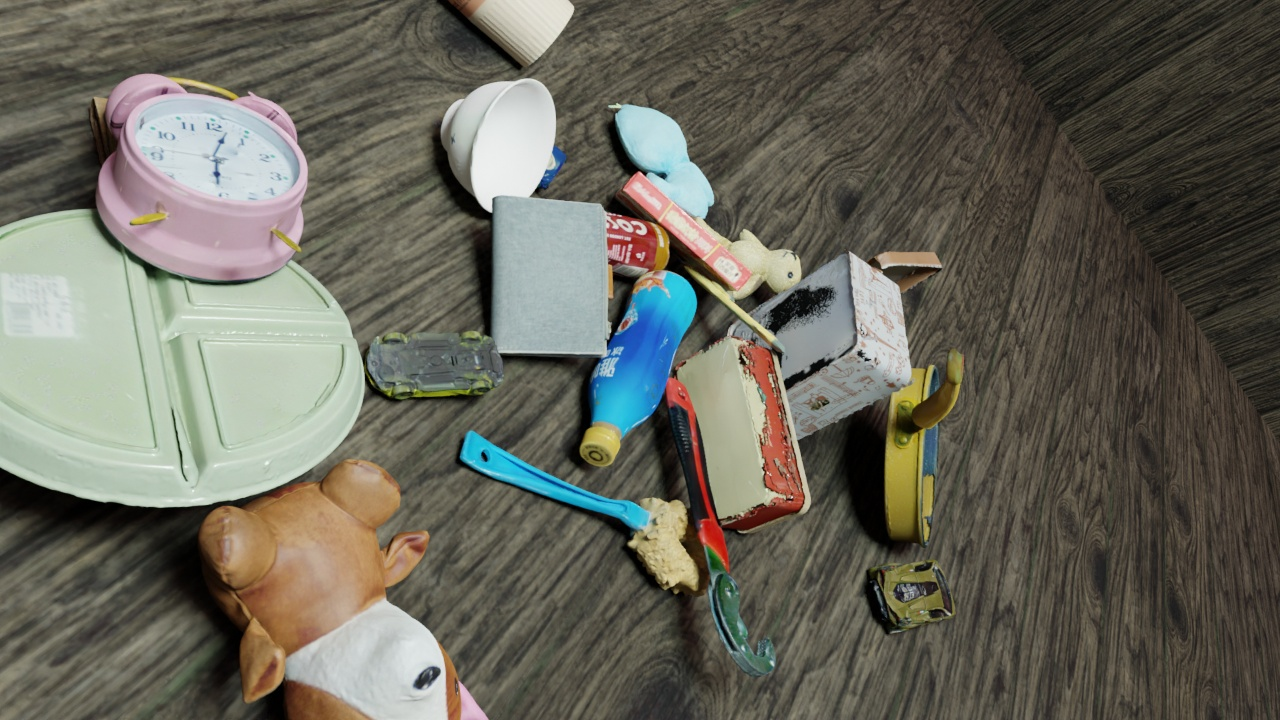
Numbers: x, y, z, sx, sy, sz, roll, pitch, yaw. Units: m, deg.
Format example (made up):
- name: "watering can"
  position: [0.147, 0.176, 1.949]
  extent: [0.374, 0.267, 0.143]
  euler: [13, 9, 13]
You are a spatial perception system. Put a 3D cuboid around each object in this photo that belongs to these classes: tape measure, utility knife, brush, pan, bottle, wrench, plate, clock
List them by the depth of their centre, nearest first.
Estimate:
- name: "plate"
  position: [-0.268, -0.015, 0.517]
  extent: [0.230, 0.028, 0.229]
  euler: [21, 33, -15]
- name: "clock"
  position: [-0.267, -0.123, 0.568]
  extent: [0.117, 0.060, 0.158]
  euler: [4, 46, -36]
- name: "brush"
  position: [-0.033, 0.119, 0.735]
  extent: [0.254, 0.046, 0.083]
  euler: [29, 51, -25]
- name: "wrench"
  position: [0.058, 0.128, 0.769]
  extent: [0.056, 0.016, 0.273]
  euler: [21, 43, -44]
- name: "bottle"
  position: [-0.005, 0.005, 0.810]
  extent: [0.065, 0.065, 0.218]
  euler: [42, 41, -18]
- name: "bottle"
  position: [-0.051, -0.112, 0.845]
  extent: [0.174, 0.058, 0.057]
  euler: [5, 62, -44]
- name: "tape measure"
  position: [-0.101, -0.192, 0.872]
  extent: [0.054, 0.025, 0.058]
  euler: [41, 38, -17]
- name: "utility knife"
  position: [0.076, -0.067, 0.920]
  extent: [0.205, 0.021, 0.031]
  euler: [40, 2, 32]
- name: "pan"
  position: [0.290, 0.071, 0.929]
  extent: [0.357, 0.078, 0.197]
  euler: [51, 45, -58]

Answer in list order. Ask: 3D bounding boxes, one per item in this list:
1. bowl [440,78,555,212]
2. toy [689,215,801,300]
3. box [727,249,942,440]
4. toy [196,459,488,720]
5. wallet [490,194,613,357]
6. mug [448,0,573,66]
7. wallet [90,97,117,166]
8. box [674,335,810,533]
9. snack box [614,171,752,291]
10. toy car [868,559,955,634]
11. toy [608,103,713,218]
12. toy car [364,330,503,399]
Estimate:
- name: "bowl"
  position: [-0.133, -0.194, 0.798]
  extent: [0.065, 0.118, 0.118]
  euler: [24, 34, 21]
- name: "toy"
  position: [0.108, -0.117, 1.007]
  extent: [0.157, 0.066, 0.105]
  euler: [24, 45, -15]
- name: "box"
  position: [0.198, -0.036, 0.960]
  extent: [0.134, 0.180, 0.269]
  euler: [49, 41, -7]
- name: "toy"
  position: [-0.159, 0.159, 0.516]
  extent: [0.139, 0.131, 0.199]
  euler: [-23, 93, -45]
- name: "wallet"
  position: [-0.073, -0.068, 0.766]
  extent: [0.106, 0.037, 0.129]
  euler: [2, 86, -23]
- name: "mug"
  position: [-0.132, -0.362, 0.917]
  extent: [0.106, 0.082, 0.114]
  euler: [38, 14, -25]
- name: "wallet"
  position: [-0.302, -0.135, 0.625]
  extent: [0.115, 0.033, 0.090]
  euler: [-5, 70, -44]
- name: "box"
  position: [0.088, 0.066, 0.845]
  extent: [0.076, 0.092, 0.168]
  euler: [16, 55, -43]
- name: "snack box"
  position: [0.042, -0.128, 0.929]
  extent: [0.153, 0.025, 0.075]
  euler: [40, -1, -10]
- name: "toy car"
  position: [0.296, 0.249, 0.984]
  extent: [0.158, 0.042, 0.070]
  euler: [7, 61, -46]
- name: "toy"
  position: [0.022, -0.222, 0.991]
  extent: [0.156, 0.050, 0.161]
  euler: [43, 31, -7]
- name: "toy car"
  position: [-0.154, 0.005, 0.685]
  extent: [0.105, 0.032, 0.048]
  euler: [-2, 67, -34]
